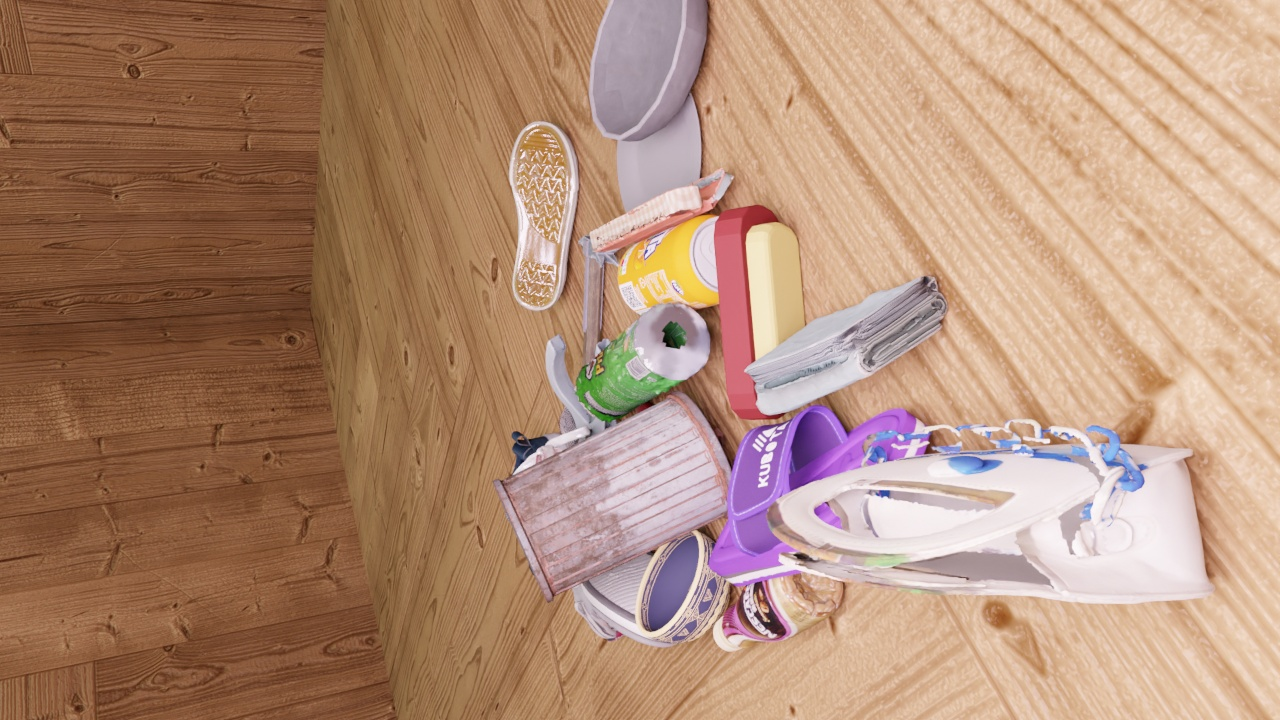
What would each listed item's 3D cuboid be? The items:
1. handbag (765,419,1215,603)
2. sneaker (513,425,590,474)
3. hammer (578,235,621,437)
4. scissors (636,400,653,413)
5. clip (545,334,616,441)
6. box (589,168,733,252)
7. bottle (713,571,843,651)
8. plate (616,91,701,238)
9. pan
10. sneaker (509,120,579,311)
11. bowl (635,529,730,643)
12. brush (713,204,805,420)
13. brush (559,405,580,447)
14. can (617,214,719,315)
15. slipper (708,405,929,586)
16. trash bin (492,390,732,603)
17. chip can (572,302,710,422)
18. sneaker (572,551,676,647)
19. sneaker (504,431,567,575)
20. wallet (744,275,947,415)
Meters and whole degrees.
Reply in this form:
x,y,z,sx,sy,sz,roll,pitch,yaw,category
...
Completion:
x,y,z,sx,sy,sz,roll,pitch,yaw,category
0.171,0.080,0.492,0.201,0.199,0.093,-12,80,61,handbag
-0.097,0.139,1.043,0.088,0.118,0.241,62,170,12,sneaker
-0.062,0.006,1.120,0.147,0.028,0.317,-137,48,-66,hammer
0.009,0.029,1.007,0.193,0.015,0.180,64,149,35,scissors
-0.035,0.048,1.046,0.142,0.029,0.171,-3,113,40,clip
0.017,-0.137,0.866,0.187,0.083,0.043,-10,97,62,box
0.110,0.215,0.792,0.166,0.059,0.059,-55,47,53,bottle
0.020,-0.209,0.937,0.178,0.012,0.178,22,114,61,plate
-0.011,-0.364,0.931,0.179,0.041,0.356,-54,41,39,pan
-0.118,-0.183,1.171,0.079,0.087,0.235,-54,-32,-77,sneaker
0.051,0.227,0.897,0.113,0.061,0.112,-52,20,27,bowl
0.102,-0.039,0.741,0.042,0.082,0.173,-4,92,33,brush
-0.082,0.117,1.205,0.135,0.015,0.050,62,145,37,brush
0.041,-0.085,0.846,0.143,0.079,0.079,-10,86,63,can
0.102,0.100,0.709,0.107,0.084,0.267,-58,4,-31,slipper
-0.016,0.122,0.855,0.130,0.211,0.131,61,167,24,trash bin
-0.004,0.006,0.896,0.224,0.075,0.075,143,118,-68,chip can
-0.023,0.279,1.050,0.263,0.096,0.129,22,126,59,sneaker
-0.148,0.208,1.274,0.089,0.087,0.236,31,122,58,sneaker
0.143,-0.008,0.645,0.054,0.100,0.132,55,153,1,wallet
